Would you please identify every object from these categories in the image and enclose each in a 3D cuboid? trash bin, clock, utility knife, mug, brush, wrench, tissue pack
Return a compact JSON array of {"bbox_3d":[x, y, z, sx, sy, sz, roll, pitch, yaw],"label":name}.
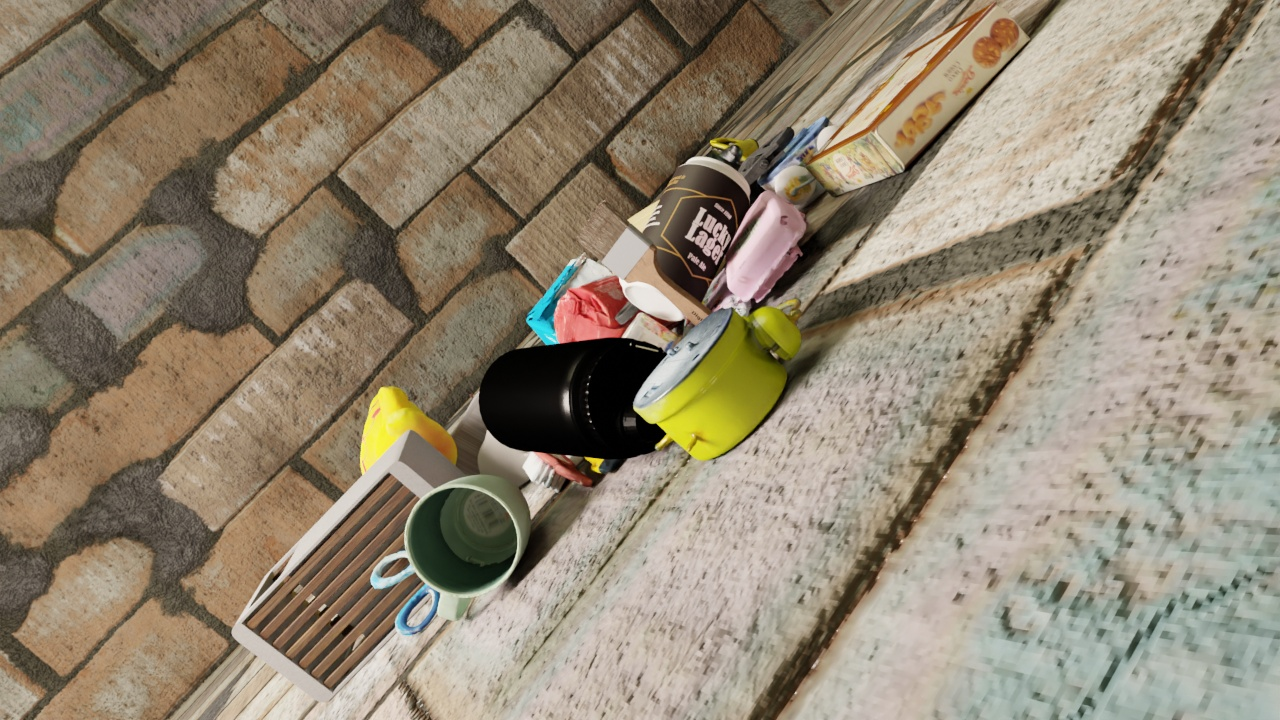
[{"bbox_3d":[-0.270,0.199,0.912,0.229,0.114,0.114,-46,13,2],"label":"trash bin"},{"bbox_3d":[0.161,-0.186,0.875,0.089,0.052,0.125,-44,9,8],"label":"clock"},{"bbox_3d":[-0.036,0.074,0.753,0.030,0.017,0.159,-36,5,-9],"label":"utility knife"},{"bbox_3d":[-0.129,0.142,0.701,0.104,0.084,0.111,-18,-56,-88],"label":"mug"},{"bbox_3d":[0.019,-0.052,0.641,0.008,0.143,0.045,-52,2,-40],"label":"brush"},{"bbox_3d":[0.063,-0.130,0.852,0.272,0.018,0.073,-50,13,-23],"label":"wrench"},{"bbox_3d":[0.049,0.004,0.536,0.119,0.057,0.083,-48,9,-12],"label":"clock"},{"bbox_3d":[-0.055,-0.038,0.962,0.062,0.144,0.092,28,71,40],"label":"tissue pack"},{"bbox_3d":[-0.072,0.094,0.768,0.030,0.041,0.172,-64,13,-5],"label":"brush"}]

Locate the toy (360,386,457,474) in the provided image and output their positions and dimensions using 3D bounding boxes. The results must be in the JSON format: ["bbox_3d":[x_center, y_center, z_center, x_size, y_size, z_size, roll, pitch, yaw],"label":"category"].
[{"bbox_3d":[-0.270,0.097,1.056,0.194,0.087,0.134,180,92,-65],"label":"toy"}]

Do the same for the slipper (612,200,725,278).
[{"bbox_3d":[0.008,-0.103,1.000,0.079,0.111,0.262,-2,-28,-35],"label":"slipper"}]

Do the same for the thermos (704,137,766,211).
[{"bbox_3d":[0.068,-0.159,1.054,0.222,0.098,0.097,-43,9,42],"label":"thermos"}]

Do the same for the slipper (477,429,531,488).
[{"bbox_3d":[-0.101,0.053,0.920,0.267,0.080,0.112,-35,17,49],"label":"slipper"}]

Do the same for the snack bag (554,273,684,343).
[{"bbox_3d":[-0.009,-0.050,0.883,0.175,0.082,0.083,-26,-8,-47],"label":"snack bag"}]

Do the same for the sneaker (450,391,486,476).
[{"bbox_3d":[-0.172,0.071,1.109,0.237,0.099,0.089,-45,20,25],"label":"sneaker"}]

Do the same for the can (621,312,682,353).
[{"bbox_3d":[-0.005,0.005,0.780,0.086,0.043,0.086,-57,4,7],"label":"can"}]

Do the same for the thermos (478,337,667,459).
[{"bbox_3d":[-0.042,0.028,0.678,0.086,0.086,0.199,-50,22,-23],"label":"thermos"}]

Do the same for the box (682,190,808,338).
[{"bbox_3d":[0.081,-0.070,0.778,0.153,0.037,0.201,-51,7,15],"label":"box"}]

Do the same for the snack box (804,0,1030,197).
[{"bbox_3d":[0.216,-0.206,0.743,0.143,0.041,0.147,-47,9,-5],"label":"snack box"}]

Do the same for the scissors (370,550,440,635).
[{"bbox_3d":[-0.176,0.188,0.816,0.140,0.013,0.117,-25,41,1],"label":"scissors"}]

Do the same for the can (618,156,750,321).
[{"bbox_3d":[0.038,-0.101,0.774,0.128,0.072,0.072,-63,14,-16],"label":"can"}]
